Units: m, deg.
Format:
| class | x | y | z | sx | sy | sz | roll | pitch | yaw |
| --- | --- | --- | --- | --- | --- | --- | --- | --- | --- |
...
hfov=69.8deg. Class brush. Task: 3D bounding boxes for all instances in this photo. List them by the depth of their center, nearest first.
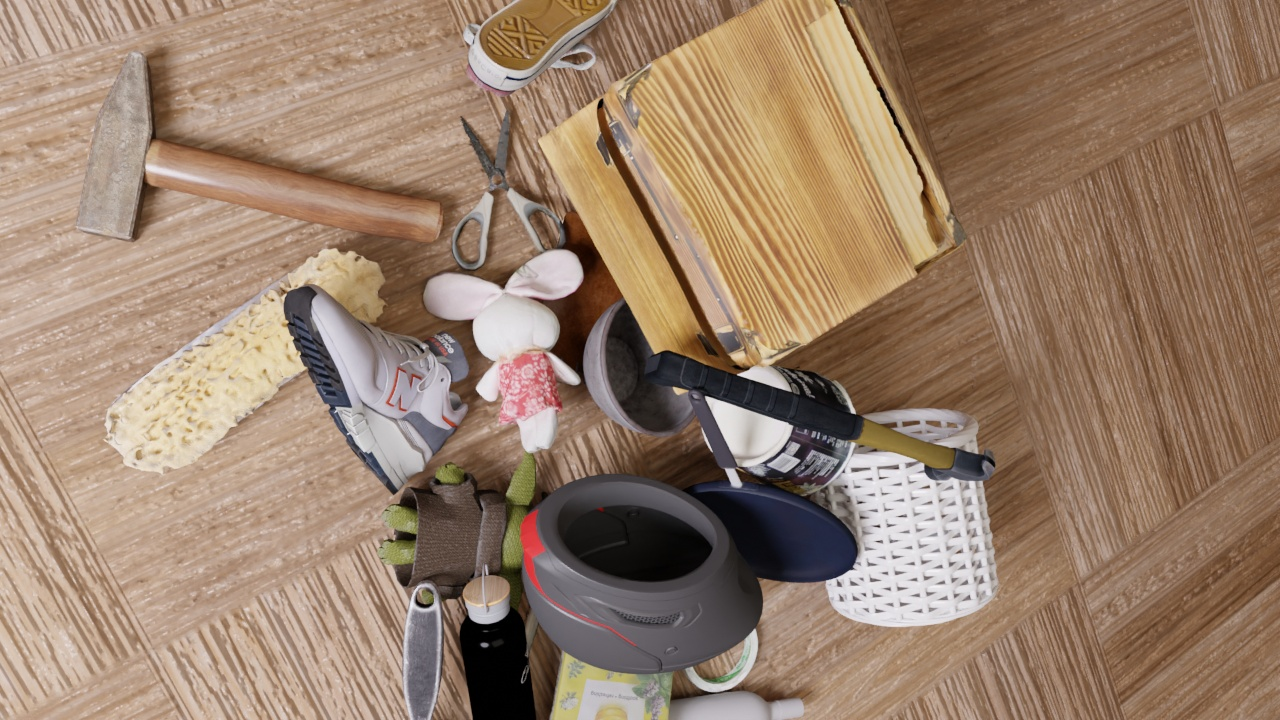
| class | x | y | z | sx | sy | sz | roll | pitch | yaw |
| --- | --- | --- | --- | --- | --- | --- | --- | --- | --- |
| brush | -0.348 | -0.003 | 0.820 | 0.270 | 0.057 | 0.083 | -40 | 108 | -16 |

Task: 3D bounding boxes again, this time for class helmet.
| class | x | y | z | sx | sy | sz | roll | pitch | yaw |
| --- | --- | --- | --- | --- | --- | --- | --- | --- | --- |
| helmet | -0.002 | 0.219 | 0.890 | 0.264 | 0.164 | 0.170 | 5 | 130 | -20 |

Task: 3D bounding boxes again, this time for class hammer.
| class | x | y | z | sx | sy | sz | roll | pitch | yaw |
| --- | --- | --- | --- | --- | --- | --- | --- | --- | --- |
| hammer | 0.165 | 0.053 | 0.812 | 0.333 | 0.118 | 0.025 | 18 | 78 | -14 |
| hammer | -0.327 | -0.162 | 0.834 | 0.300 | 0.037 | 0.158 | 11 | 88 | -22 |

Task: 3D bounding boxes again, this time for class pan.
| class | x | y | z | sx | sy | sz | roll | pitch | yaw |
| --- | --- | --- | --- | --- | --- | --- | --- | --- | --- |
| pan | -0.208 | 0.373 | 0.862 | 0.187 | 0.055 | 0.357 | 3 | 95 | -6 |
| pan | 0.100 | 0.130 | 0.893 | 0.357 | 0.199 | 0.021 | 63 | 38 | -47 |

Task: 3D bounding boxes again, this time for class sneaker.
| class | x | y | z | sx | sy | sz | roll | pitch | yaw |
| --- | --- | --- | --- | --- | --- | --- | --- | --- | --- |
| sneaker | -0.221 | 0.007 | 0.824 | 0.124 | 0.089 | 0.240 | -35 | 141 | -26 |
| sneaker | -0.096 | -0.328 | 0.899 | 0.118 | 0.088 | 0.240 | 37 | 56 | -7 |

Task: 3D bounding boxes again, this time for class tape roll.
| class | x | y | z | sx | sy | sz | roll | pitch | yaw |
| --- | --- | --- | --- | --- | --- | --- | --- | --- | --- |
| tape roll | 0.087 | 0.322 | 1.028 | 0.093 | 0.018 | 0.094 | -1 | 92 | -22 |

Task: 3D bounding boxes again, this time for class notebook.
| class | x | y | z | sx | sy | sz | roll | pitch | yaw |
| --- | --- | --- | --- | --- | --- | --- | --- | --- | --- |
| notebook | 0.001 | -0.044 | 0.978 | 0.225 | 0.024 | 0.167 | 16 | 85 | -22 |

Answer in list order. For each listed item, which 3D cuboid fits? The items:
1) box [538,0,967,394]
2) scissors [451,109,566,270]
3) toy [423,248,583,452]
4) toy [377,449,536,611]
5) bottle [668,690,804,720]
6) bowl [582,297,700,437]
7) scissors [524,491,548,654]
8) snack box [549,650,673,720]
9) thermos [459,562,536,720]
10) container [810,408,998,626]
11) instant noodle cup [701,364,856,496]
| class | x | y | z | sx | sy | sz | roll | pitch | yaw |
| --- | --- | --- | --- | --- | --- | --- | --- | --- | --- |
| box | 0.103 | -0.155 | 0.833 | 0.268 | 0.264 | 0.279 | -37 | 103 | -45 |
| scissors | -0.138 | -0.160 | 0.917 | 0.168 | 0.012 | 0.157 | 34 | 84 | -7 |
| toy | -0.114 | -0.010 | 0.878 | 0.159 | 0.084 | 0.194 | -16 | 77 | -4 |
| toy | -0.172 | 0.169 | 0.885 | 0.152 | 0.078 | 0.179 | 6 | 94 | -29 |
| bottle | 0.091 | 0.395 | 1.012 | 0.195 | 0.052 | 0.052 | 1 | 91 | -22 |
| bowl | -0.006 | 0.006 | 0.912 | 0.144 | 0.067 | 0.145 | 9 | 77 | -43 |
| scissors | -0.083 | 0.243 | 0.958 | 0.179 | 0.015 | 0.195 | -43 | 105 | -16 |
| snack box | -0.034 | 0.378 | 0.923 | 0.121 | 0.045 | 0.180 | 11 | 77 | -8 |
| thermos | -0.136 | 0.295 | 0.874 | 0.061 | 0.061 | 0.232 | -13 | 116 | -21 |
| container | 0.285 | 0.166 | 1.012 | 0.189 | 0.189 | 0.187 | -14 | 98 | -21 |
| instant noodle cup | 0.133 | 0.062 | 0.925 | 0.112 | 0.137 | 0.137 | 21 | 83 | -52 |
